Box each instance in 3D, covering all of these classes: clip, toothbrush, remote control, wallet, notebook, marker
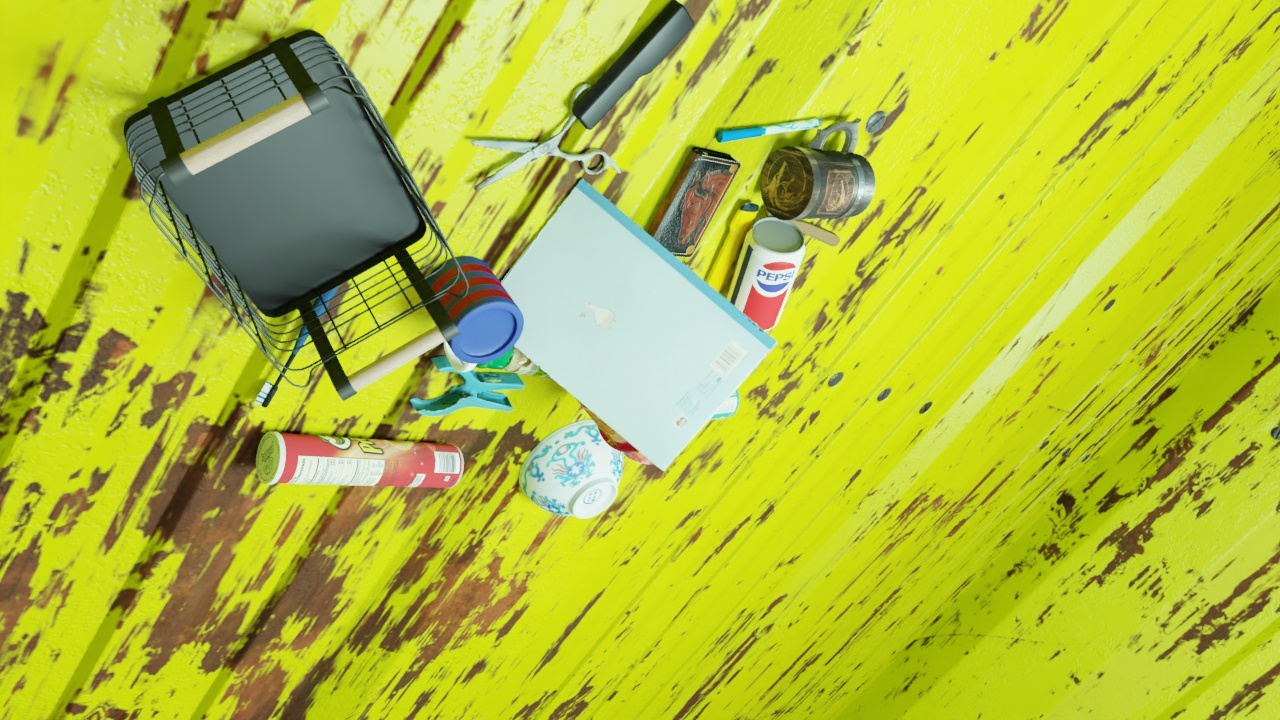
[{"bbox_3d":[-0.181,0.016,0.986,0.129,0.031,0.121,-14,133,-29],"label":"clip"},{"bbox_3d":[0.199,-0.164,1.125,0.166,0.016,0.016,11,122,-48],"label":"toothbrush"},{"bbox_3d":[-0.006,-0.265,0.831,0.136,0.015,0.032,-47,143,3],"label":"remote control"},{"bbox_3d":[0.054,-0.169,0.990,0.072,0.019,0.123,-2,131,-45],"label":"wallet"},{"bbox_3d":[-0.016,-0.033,0.924,0.181,0.253,0.009,-49,-179,15],"label":"notebook"},{"bbox_3d":[0.140,-0.249,0.985,0.141,0.013,0.013,-16,138,-29],"label":"marker"},{"bbox_3d":[-0.310,-0.023,0.840,0.014,0.014,0.168,31,108,-17],"label":"toothbrush"}]

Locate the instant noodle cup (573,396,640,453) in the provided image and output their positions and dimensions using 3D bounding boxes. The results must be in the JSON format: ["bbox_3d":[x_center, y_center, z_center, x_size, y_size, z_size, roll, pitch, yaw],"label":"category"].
[{"bbox_3d":[-0.006,0.006,1.015,0.179,0.178,0.077,-45,127,9],"label":"instant noodle cup"}]

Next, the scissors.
[{"bbox_3d":[-0.082,-0.191,0.856,0.141,0.014,0.161,-46,144,6],"label":"scissors"}]

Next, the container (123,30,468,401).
[{"bbox_3d":[-0.250,-0.105,0.695,0.162,0.130,0.241,-31,140,-10],"label":"container"}]

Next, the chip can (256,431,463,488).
[{"bbox_3d":[-0.289,0.107,0.968,0.214,0.052,0.052,10,122,-46],"label":"chip can"}]

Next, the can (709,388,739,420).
[{"bbox_3d":[0.080,0.053,1.221,0.101,0.055,0.055,-4,132,-38],"label":"can"}]

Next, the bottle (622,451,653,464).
[{"bbox_3d":[0.017,0.059,1.166,0.061,0.062,0.138,-6,119,-36],"label":"bottle"}]

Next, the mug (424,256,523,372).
[{"bbox_3d":[-0.168,-0.034,0.897,0.074,0.076,0.112,-7,133,-36],"label":"mug"}]

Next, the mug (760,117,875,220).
[{"bbox_3d":[0.204,-0.215,1.028,0.107,0.080,0.116,-7,114,-37],"label":"mug"}]

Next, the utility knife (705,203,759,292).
[{"bbox_3d":[0.098,-0.118,1.086,0.030,0.017,0.165,-2,130,-32],"label":"utility knife"}]

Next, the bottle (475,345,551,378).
[{"bbox_3d":[-0.132,-0.005,0.990,0.111,0.043,0.043,11,121,-47],"label":"bottle"}]

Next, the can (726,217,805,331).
[{"bbox_3d":[0.146,-0.100,1.090,0.070,0.070,0.132,-19,146,-25],"label":"can"}]

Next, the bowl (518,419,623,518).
[{"bbox_3d":[-0.075,0.154,1.180,0.143,0.074,0.144,-23,141,-20],"label":"bowl"}]
